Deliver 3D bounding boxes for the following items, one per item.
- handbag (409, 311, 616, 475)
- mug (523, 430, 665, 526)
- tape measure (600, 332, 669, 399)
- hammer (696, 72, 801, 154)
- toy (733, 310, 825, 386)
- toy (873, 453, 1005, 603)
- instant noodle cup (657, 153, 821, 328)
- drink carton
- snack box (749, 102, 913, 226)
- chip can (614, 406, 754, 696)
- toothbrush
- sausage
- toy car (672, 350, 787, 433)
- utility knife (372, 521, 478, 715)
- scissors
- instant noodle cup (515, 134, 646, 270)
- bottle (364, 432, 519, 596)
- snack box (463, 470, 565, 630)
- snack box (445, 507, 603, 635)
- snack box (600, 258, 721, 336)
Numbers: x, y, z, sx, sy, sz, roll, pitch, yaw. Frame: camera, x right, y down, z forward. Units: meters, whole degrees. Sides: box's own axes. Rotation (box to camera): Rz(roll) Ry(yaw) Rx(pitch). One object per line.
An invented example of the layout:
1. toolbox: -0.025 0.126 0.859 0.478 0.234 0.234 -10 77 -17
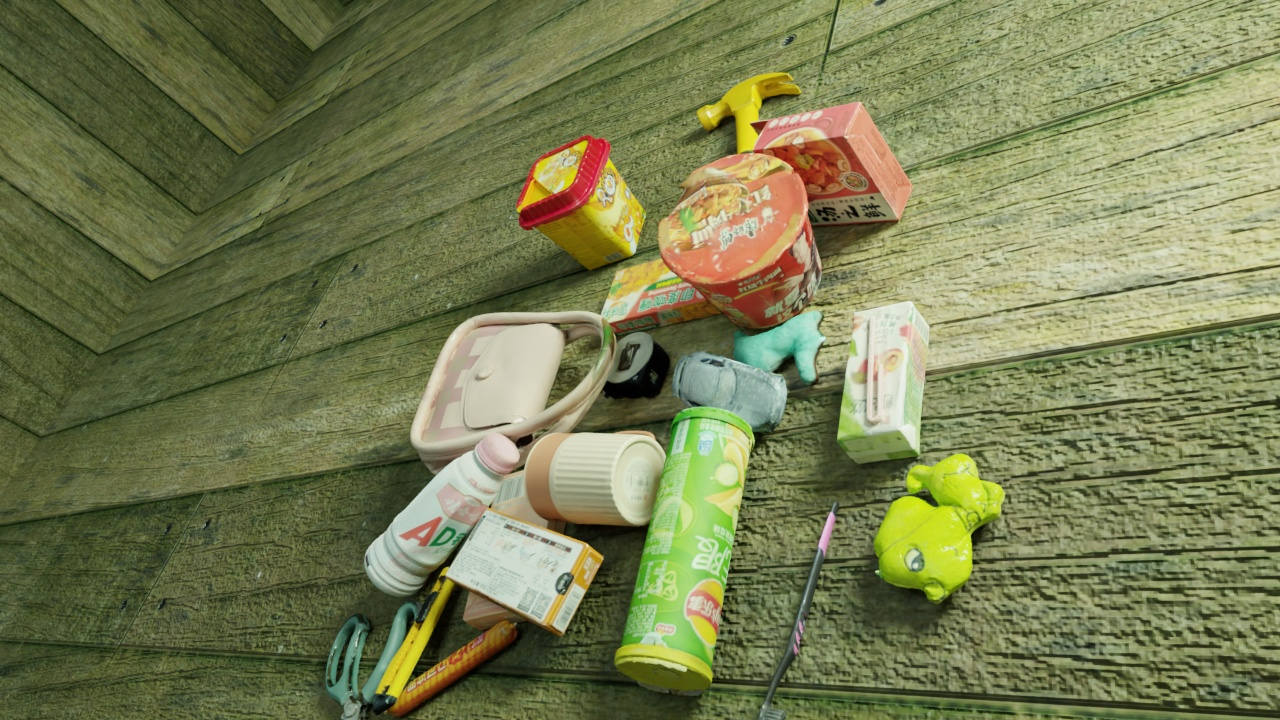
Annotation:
1. handbag: -0.119 0.024 0.964 0.235 0.093 0.192 -17 42 32
2. mug: -0.029 0.098 0.826 0.106 0.082 0.114 -4 23 41
3. tape measure: -0.005 0.005 0.922 0.066 0.033 0.065 -6 51 40
4. hammer: 0.121 -0.222 1.018 0.129 0.033 0.300 -25 40 28
5. toy: 0.125 -0.008 0.809 0.092 0.030 0.096 -30 44 24
6. toy: 0.197 0.111 0.618 0.100 0.031 0.096 -37 36 5
7. instant noodle cup: 0.100 -0.100 0.835 0.138 0.108 0.137 -13 57 22
8. drink carton: 0.187 0.015 0.707 0.054 0.045 0.122 -12 48 37
9. snack box: 0.170 -0.177 0.855 0.127 0.113 0.044 4 59 48
10. chip can: 0.039 0.139 0.714 0.073 0.072 0.220 -14 47 37
11. toothbrush: 0.115 0.183 0.646 0.018 0.014 0.188 5 58 36
12. sausage: -0.172 0.280 0.831 0.165 0.021 0.021 -36 37 13
13. toy car: 0.076 0.026 0.802 0.121 0.036 0.054 19 98 48
14. utility knife: -0.204 0.239 0.890 0.033 0.015 0.215 -17 37 39
15. scissors: -0.259 0.306 0.897 0.171 0.019 0.176 -34 36 15
16. instant noodle cup: -0.063 -0.180 1.082 0.116 0.123 0.116 -15 46 36
17. bottle: -0.195 0.151 0.910 0.197 0.068 0.068 -47 34 19
18. snack box: -0.113 0.173 0.872 0.085 0.026 0.157 -20 44 31
19. snack box: -0.106 0.182 0.810 0.154 0.026 0.075 8 60 46
20. snack box: 0.028 -0.074 0.970 0.156 0.027 0.076 -11 49 39
